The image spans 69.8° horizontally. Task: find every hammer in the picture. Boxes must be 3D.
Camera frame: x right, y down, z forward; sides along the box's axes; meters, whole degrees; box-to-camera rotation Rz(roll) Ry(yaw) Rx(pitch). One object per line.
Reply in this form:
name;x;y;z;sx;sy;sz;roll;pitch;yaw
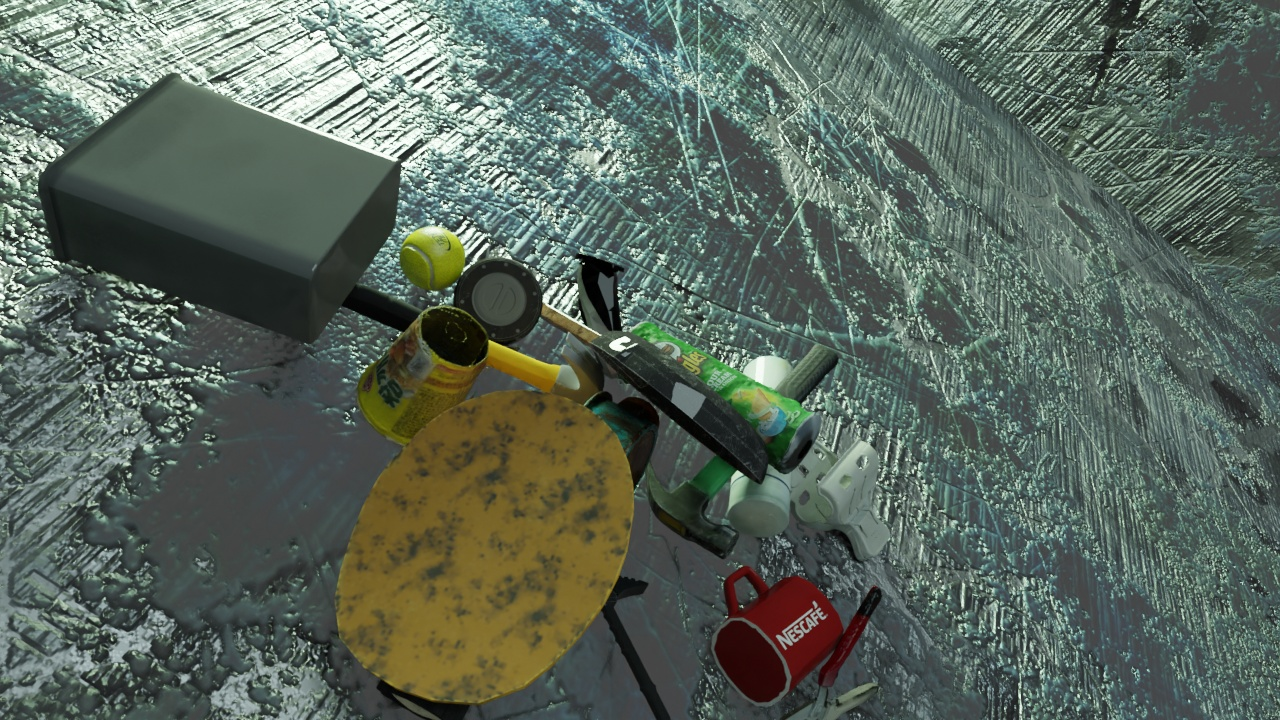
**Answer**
hammer;-0.185;-0.024;0.874;0.323;0.127;0.029;23;51;-10
hammer;0.124;0.076;0.996;0.130;0.032;0.317;28;49;27
hammer;0.029;0.297;0.736;0.094;0.015;0.324;9;31;-36

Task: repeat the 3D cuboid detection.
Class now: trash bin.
trash bin;-0.349;-0.135;0.794;0.220;0.098;0.191;20;45;-2

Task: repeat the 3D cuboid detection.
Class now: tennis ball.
tennis ball;-0.214;-0.105;0.944;0.065;0.066;0.065;21;44;-22

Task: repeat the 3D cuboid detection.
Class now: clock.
clock;-0.035;0.088;0.869;0.073;0.121;0.157;28;23;16
clock;-0.150;-0.055;0.949;0.091;0.044;0.122;28;79;-8

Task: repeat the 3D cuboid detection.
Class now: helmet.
helmet;-0.110;0.161;0.732;0.205;0.131;0.254;19;58;16

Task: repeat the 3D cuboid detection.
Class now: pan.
pan;-0.005;0.005;0.894;0.357;0.040;0.207;36;-5;44

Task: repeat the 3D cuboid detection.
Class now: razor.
razor;-0.042;-0.051;1.046;0.057;0.060;0.156;15;65;-44

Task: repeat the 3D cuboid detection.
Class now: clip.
clip;0.240;0.155;1.065;0.151;0.110;0.126;41;41;15

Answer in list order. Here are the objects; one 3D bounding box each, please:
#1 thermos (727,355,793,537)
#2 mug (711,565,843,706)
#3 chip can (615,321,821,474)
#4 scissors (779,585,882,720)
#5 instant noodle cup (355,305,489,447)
thermos;0.141;0.093;1.049;0.068;0.068;0.229;29;42;-14
mug;0.121;0.254;0.878;0.096;0.081;0.116;-19;61;-47
chip can;0.078;0.038;0.959;0.223;0.076;0.075;30;33;27
scissors;0.191;0.314;0.881;0.198;0.015;0.179;-57;139;-16
instant noodle cup;-0.190;0.010;0.825;0.102;0.108;0.102;24;42;-23
